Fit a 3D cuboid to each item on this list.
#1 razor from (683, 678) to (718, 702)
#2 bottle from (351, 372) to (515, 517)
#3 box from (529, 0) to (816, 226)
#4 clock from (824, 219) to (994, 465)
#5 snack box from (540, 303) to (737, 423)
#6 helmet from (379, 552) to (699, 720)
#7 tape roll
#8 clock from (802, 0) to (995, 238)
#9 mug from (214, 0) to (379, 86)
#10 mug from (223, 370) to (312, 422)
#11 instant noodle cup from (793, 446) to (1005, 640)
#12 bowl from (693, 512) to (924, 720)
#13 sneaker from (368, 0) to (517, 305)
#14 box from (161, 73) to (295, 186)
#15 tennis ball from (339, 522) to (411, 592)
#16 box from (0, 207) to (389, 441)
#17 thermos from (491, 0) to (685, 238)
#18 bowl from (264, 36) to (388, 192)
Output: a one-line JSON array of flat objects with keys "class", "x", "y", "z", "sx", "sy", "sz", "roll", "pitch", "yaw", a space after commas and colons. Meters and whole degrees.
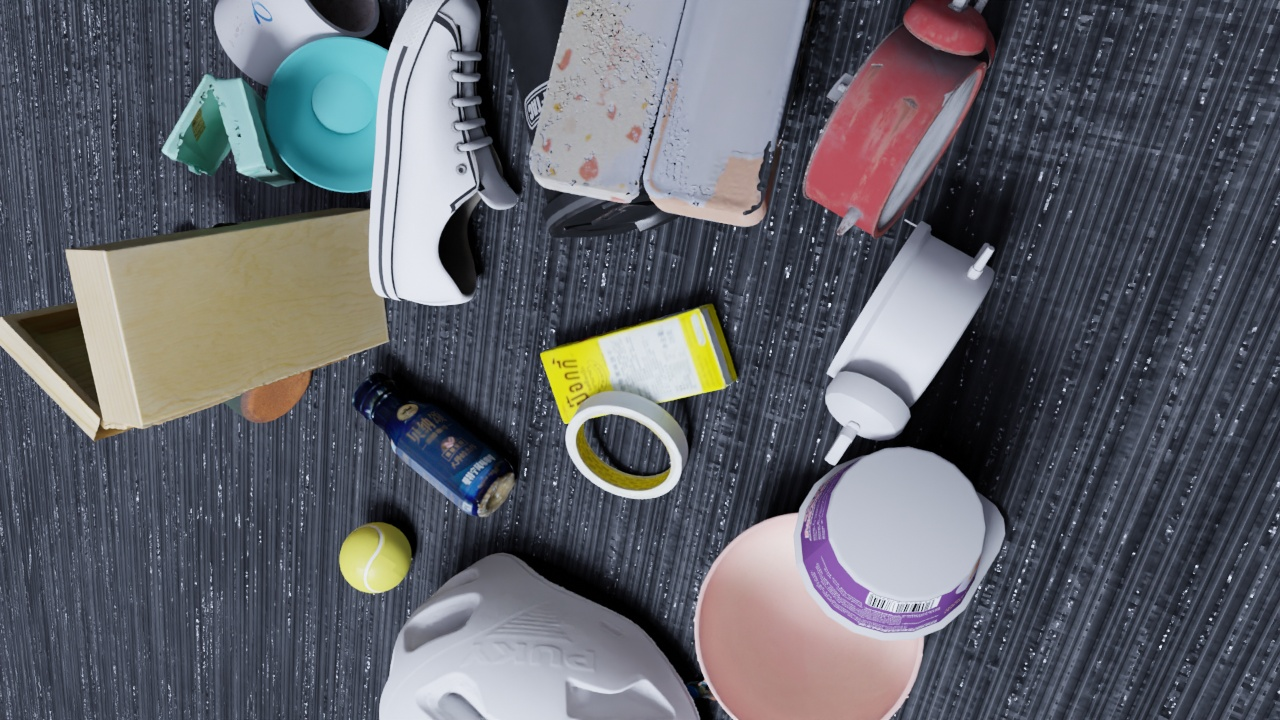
[{"class": "razor", "x": 0.031, "y": 0.277, "z": 0.761, "sx": 0.141, "sy": 0.018, "sz": 0.044, "roll": -25, "pitch": 88, "yaw": 36}, {"class": "bottle", "x": -0.182, "y": 0.070, "z": 0.796, "sx": 0.161, "sy": 0.056, "sz": 0.056, "roll": 36, "pitch": 119, "yaw": 16}, {"class": "box", "x": 0.024, "y": -0.197, "z": 0.550, "sx": 0.151, "sy": 0.043, "sz": 0.216, "roll": 13, "pitch": 88, "yaw": 17}, {"class": "clock", "x": 0.150, "y": -0.008, "z": 0.552, "sx": 0.061, "sy": 0.119, "sz": 0.159, "roll": 32, "pitch": 107, "yaw": 12}, {"class": "snack box", "x": -0.004, "y": 0.004, "z": 0.693, "sx": 0.149, "sy": 0.025, "sz": 0.061, "roll": -14, "pitch": 98, "yaw": 32}, {"class": "helmet", "x": -0.085, "y": 0.305, "z": 0.777, "sx": 0.282, "sy": 0.183, "sz": 0.225, "roll": 26, "pitch": 122, "yaw": 4}, {"class": "tape roll", "x": -0.011, "y": 0.066, "z": 0.701, "sx": 0.094, "sy": 0.019, "sz": 0.094, "roll": 12, "pitch": 130, "yaw": 15}, {"class": "clock", "x": 0.147, "y": -0.149, "z": 0.514, "sx": 0.062, "sy": 0.109, "sz": 0.157, "roll": 35, "pitch": 112, "yaw": 16}, {"class": "mug", "x": -0.274, "y": -0.292, "z": 0.733, "sx": 0.097, "sy": 0.083, "sz": 0.119, "roll": -17, "pitch": 68, "yaw": 32}, {"class": "mug", "x": -0.368, "y": 0.014, "z": 0.877, "sx": 0.081, "sy": 0.084, "sz": 0.111, "roll": 32, "pitch": 149, "yaw": 16}, {"class": "instant noodle cup", "x": 0.160, "y": 0.102, "z": 0.547, "sx": 0.137, "sy": 0.122, "sz": 0.121, "roll": -14, "pitch": 71, "yaw": 6}, {"class": "bowl", "x": 0.116, "y": 0.185, "z": 0.637, "sx": 0.153, "sy": 0.076, "sz": 0.153, "roll": -3, "pitch": 74, "yaw": 10}, {"class": "sneaker", "x": -0.139, "y": -0.153, "z": 0.695, "sx": 0.097, "sy": 0.091, "sz": 0.246, "roll": 15, "pitch": 108, "yaw": 4}, {"class": "box", "x": -0.335, "y": -0.177, "z": 0.732, "sx": 0.080, "sy": 0.189, "sz": 0.077, "roll": -13, "pitch": 101, "yaw": -12}, {"class": "tennis ball", "x": -0.249, "y": 0.185, "z": 0.864, "sx": 0.065, "sy": 0.065, "sz": 0.065, "roll": 9, "pitch": 109, "yaw": 27}, {"class": "box", "x": -0.336, "y": -0.032, "z": 0.741, "sx": 0.185, "sy": 0.247, "sz": 0.142, "roll": -19, "pitch": 94, "yaw": 32}, {"class": "thermos", "x": -0.043, "y": -0.192, "z": 0.618, "sx": 0.106, "sy": 0.105, "sz": 0.218, "roll": -20, "pitch": 89, "yaw": 32}, {"class": "bowl", "x": -0.237, "y": -0.201, "z": 0.737, "sx": 0.046, "sy": 0.121, "sz": 0.121, "roll": -125, "pitch": 46, "yaw": -54}]
